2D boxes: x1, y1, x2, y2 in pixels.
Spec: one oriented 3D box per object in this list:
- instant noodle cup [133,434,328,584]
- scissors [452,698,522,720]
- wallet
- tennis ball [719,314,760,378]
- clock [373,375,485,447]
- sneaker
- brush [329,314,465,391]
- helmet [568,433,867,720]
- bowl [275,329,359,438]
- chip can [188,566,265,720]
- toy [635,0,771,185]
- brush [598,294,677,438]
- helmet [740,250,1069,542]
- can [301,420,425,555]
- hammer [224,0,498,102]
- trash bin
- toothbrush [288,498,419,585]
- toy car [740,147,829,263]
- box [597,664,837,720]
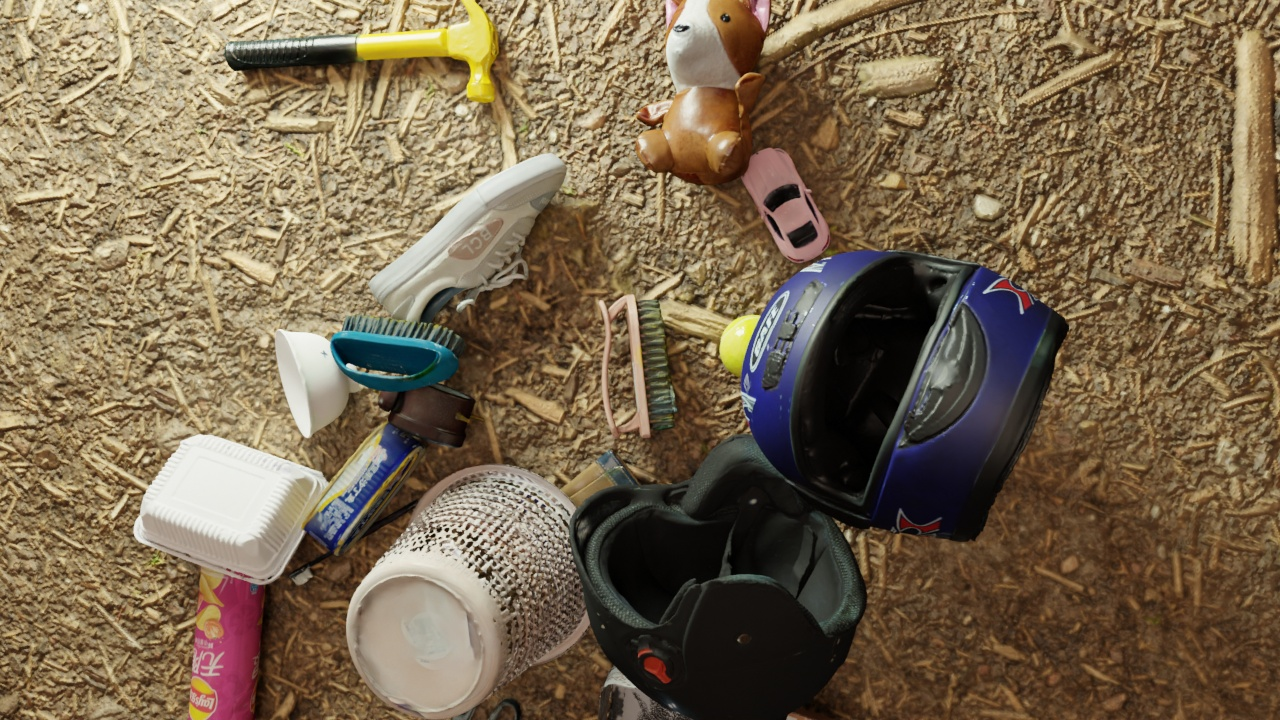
[{"bbox_3d":[-0.440,0.147,0.976,0.173,0.060,0.137,16,58,9],"label":"instant noodle cup"},{"bbox_3d":[-0.202,0.424,1.011,0.168,0.014,0.156,-20,91,12],"label":"scissors"},{"bbox_3d":[-0.048,0.161,0.966,0.115,0.033,0.090,-37,88,12],"label":"wallet"},{"bbox_3d":[0.112,-0.013,0.916,0.065,0.065,0.065,0,92,8],"label":"tennis ball"},{"bbox_3d":[-0.229,0.049,0.963,0.122,0.082,0.055,22,91,6],"label":"clock"},{"bbox_3d":[-0.162,-0.111,0.942,0.242,0.089,0.090,-37,89,9],"label":"sneaker"},{"bbox_3d":[-0.250,-0.003,0.924,0.144,0.055,0.073,6,54,17],"label":"brush"},{"bbox_3d":[0.066,0.215,0.851,0.275,0.232,0.231,9,117,6],"label":"helmet"},{"bbox_3d":[-0.340,0.018,0.980,0.064,0.118,0.118,-16,90,-30],"label":"bowl"},{"bbox_3d":[-0.455,0.307,1.012,0.071,0.071,0.210,7,93,8],"label":"chip can"},{"bbox_3d":[0.060,-0.275,0.892,0.140,0.130,0.199,9,86,28],"label":"toy"},{"bbox_3d":[-0.006,0.005,0.936,0.073,0.063,0.145,-7,91,-2],"label":"brush"},{"bbox_3d":[0.205,0.020,0.779,0.240,0.315,0.247,22,88,20],"label":"helmet"},{"bbox_3d":[-0.293,0.135,0.976,0.049,0.074,0.148,37,86,4],"label":"can"},{"bbox_3d":[-0.298,-0.335,0.981,0.301,0.033,0.129,-1,92,8],"label":"hammer"},{"bbox_3d":[-0.170,0.233,0.891,0.228,0.191,0.227,2,100,14],"label":"trash bin"},{"bbox_3d":[-0.314,0.200,1.015,0.181,0.015,0.018,-32,94,9],"label":"toothbrush"},{"bbox_3d":[0.145,-0.156,0.920,0.056,0.037,0.122,-29,87,7],"label":"toy car"},{"bbox_3d":[0.082,0.418,0.918,0.261,0.105,0.178,6,93,9],"label":"box"}]
